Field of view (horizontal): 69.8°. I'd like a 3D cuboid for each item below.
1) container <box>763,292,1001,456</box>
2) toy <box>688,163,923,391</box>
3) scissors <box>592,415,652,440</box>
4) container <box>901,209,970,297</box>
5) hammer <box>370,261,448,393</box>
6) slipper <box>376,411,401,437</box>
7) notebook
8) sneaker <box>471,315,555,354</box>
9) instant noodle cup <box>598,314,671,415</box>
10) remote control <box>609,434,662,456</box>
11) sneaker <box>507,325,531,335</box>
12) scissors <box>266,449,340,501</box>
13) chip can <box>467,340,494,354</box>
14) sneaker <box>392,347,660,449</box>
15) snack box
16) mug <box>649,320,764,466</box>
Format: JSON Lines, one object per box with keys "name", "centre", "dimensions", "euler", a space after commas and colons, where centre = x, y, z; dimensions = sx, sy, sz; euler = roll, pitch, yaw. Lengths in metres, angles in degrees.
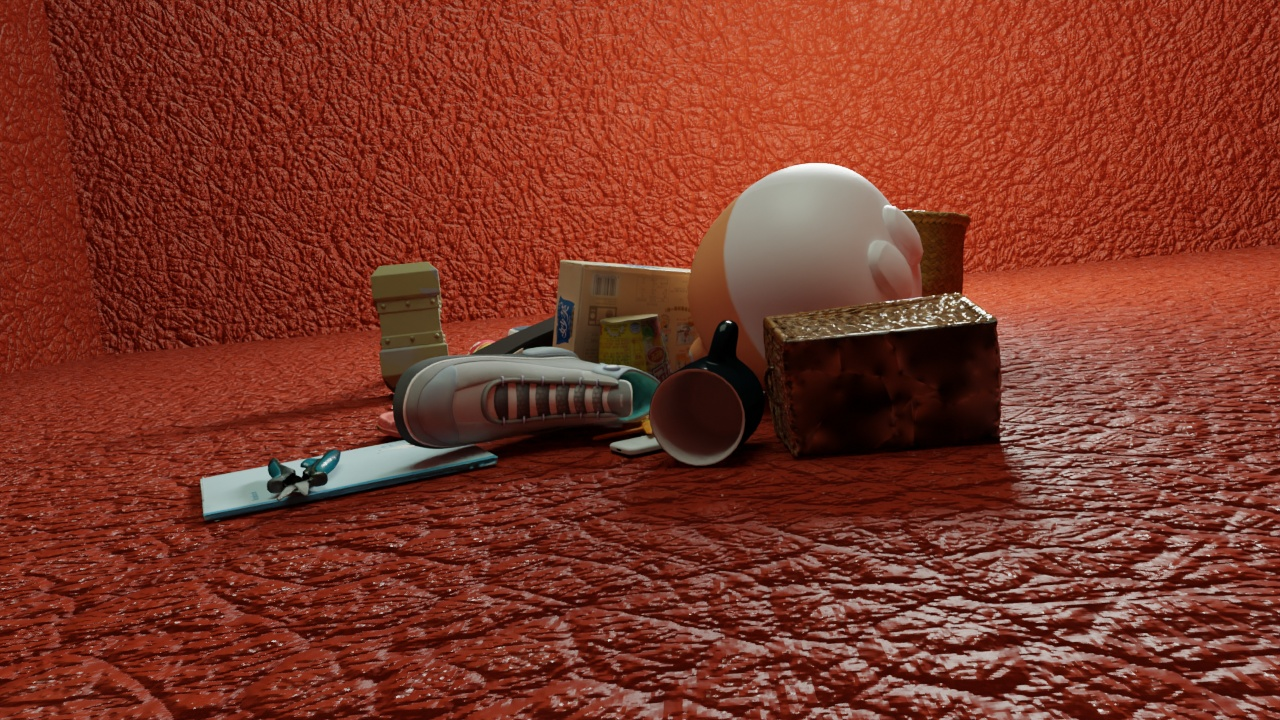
{"name": "container", "centre": [0.209, 0.014, 0.806], "dimensions": [0.198, 0.114, 0.112], "euler": [-7, 12, 4]}
{"name": "toy", "centre": [0.184, -0.080, 1.062], "dimensions": [0.282, 0.266, 0.261], "euler": [-22, 27, 41]}
{"name": "scissors", "centre": [0.014, 0.064, 0.929], "dimensions": [0.131, 0.011, 0.125], "euler": [-13, 4, 1]}
{"name": "container", "centre": [0.331, -0.122, 1.369], "dimensions": [0.307, 0.196, 0.307], "euler": [3, 7, -1]}
{"name": "hammer", "centre": [-0.378, -0.026, 1.539], "dimensions": [0.100, 0.190, 0.325], "euler": [-7, -10, -13]}
{"name": "slipper", "centre": [-0.179, 0.049, 1.065], "dimensions": [0.248, 0.059, 0.103], "euler": [-5, 7, -5]}
{"name": "notebook", "centre": [-0.283, 0.105, 0.880], "dimensions": [0.253, 0.009, 0.181], "euler": [-9, 8, -26]}
{"name": "sneaker", "centre": [-0.121, 0.016, 1.216], "dimensions": [0.294, 0.116, 0.111], "euler": [-25, 17, -2]}
{"name": "instant noodle cup", "centre": [-0.006, 0.006, 1.043], "dimensions": [0.100, 0.112, 0.100], "euler": [-4, 7, 0]}
{"name": "remote control", "centre": [0.043, 0.073, 0.886], "dimensions": [0.146, 0.008, 0.045], "euler": [-10, 7, -29]}
{"name": "sneaker", "centre": [-0.057, -0.059, 1.420], "dimensions": [0.294, 0.127, 0.121], "euler": [1, 3, -7]}
{"name": "scissors", "centre": [-0.306, 0.100, 0.822], "dimensions": [0.119, 0.019, 0.151], "euler": [-3, 10, 20]}
{"name": "chip can", "centre": [-0.208, 0.008, 1.372], "dimensions": [0.069, 0.069, 0.221], "euler": [-8, 7, -20]}
{"name": "sneaker", "centre": [-0.099, 0.039, 0.891], "dimensions": [0.161, 0.093, 0.256], "euler": [2, 5, 38]}
{"name": "snack box", "centre": [-0.008, -0.040, 1.133], "dimensions": [0.207, 0.153, 0.055], "euler": [-1, 10, -39]}
{"name": "mug", "centre": [0.066, 0.024, 0.807], "dimensions": [0.085, 0.122, 0.094], "euler": [14, 13, 17]}
